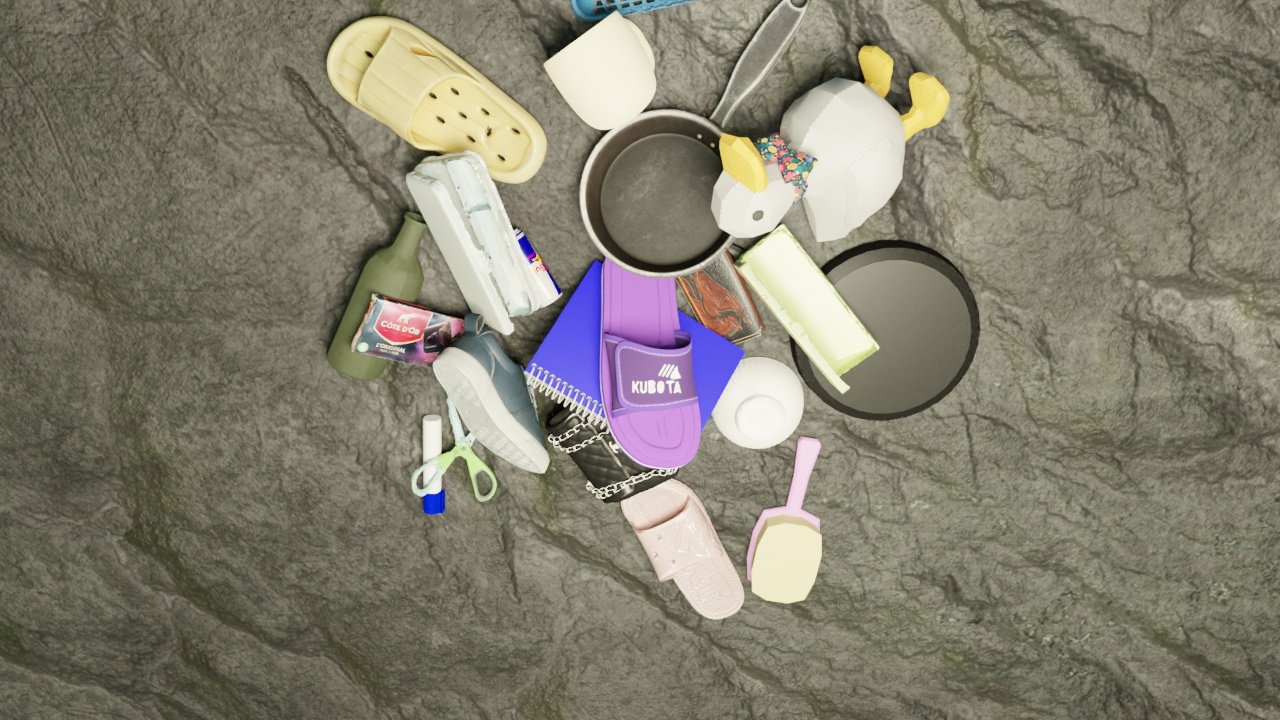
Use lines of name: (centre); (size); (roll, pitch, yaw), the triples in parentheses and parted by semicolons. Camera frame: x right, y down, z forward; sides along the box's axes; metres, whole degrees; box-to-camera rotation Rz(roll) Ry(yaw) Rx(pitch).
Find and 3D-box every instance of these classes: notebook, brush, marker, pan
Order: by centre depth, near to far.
pan: (0.076, -0.252, 1.013); (0.187, 0.055, 0.357); (37, 93, 8)
notebook: (-0.006, 0.006, 1.070); (0.209, 0.022, 0.171); (31, 71, -2)
pan: (0.237, -0.060, 1.096); (0.356, 0.034, 0.226); (26, 109, -9)
marker: (-0.268, 0.135, 1.187); (0.027, 0.023, 0.133); (5, 110, 0)
brush: (0.197, 0.209, 1.190); (0.089, 0.043, 0.229); (9, 110, -2)

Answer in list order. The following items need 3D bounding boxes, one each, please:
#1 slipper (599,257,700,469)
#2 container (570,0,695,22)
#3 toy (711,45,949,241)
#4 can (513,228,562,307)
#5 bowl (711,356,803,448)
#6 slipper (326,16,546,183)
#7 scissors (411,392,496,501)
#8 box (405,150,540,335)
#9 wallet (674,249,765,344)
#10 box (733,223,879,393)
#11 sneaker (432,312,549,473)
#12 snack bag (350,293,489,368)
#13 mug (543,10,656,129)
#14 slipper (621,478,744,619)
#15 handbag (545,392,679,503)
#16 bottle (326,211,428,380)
slipper: (0.011, -0.016, 1.019); (0.107, 0.084, 0.266); (-3, 77, -12)
container: (0.081, -0.501, 0.908); (0.362, 0.089, 0.257); (-10, 110, 5)
toy: (0.190, -0.206, 0.966); (0.267, 0.141, 0.247); (-42, 147, -6)
can: (-0.131, -0.110, 1.088); (0.032, 0.032, 0.095); (-29, 107, 11)
bowl: (0.145, 0.060, 1.127); (0.118, 0.062, 0.118); (1, 110, 1)
slipper: (-0.223, -0.283, 1.005); (0.261, 0.079, 0.111); (30, 105, -10)
scissors: (-0.232, 0.113, 1.167); (0.159, 0.025, 0.171); (-15, 113, -6)
box: (-0.185, -0.139, 1.051); (0.083, 0.122, 0.216); (-35, 128, -18)
wallet: (0.093, -0.076, 1.092); (0.072, 0.019, 0.123); (-20, 110, 29)
box: (0.194, -0.062, 1.045); (0.083, 0.091, 0.188); (-41, 100, 2)
sneaker: (-0.166, 0.045, 1.113); (0.089, 0.087, 0.236); (12, 144, 33)
snack bag: (-0.259, -0.029, 1.088); (0.155, 0.018, 0.075); (14, 114, -39)
mug: (-0.029, -0.309, 0.985); (0.120, 0.096, 0.100); (-45, 110, -26)
slipper: (0.062, 0.254, 1.200); (0.094, 0.064, 0.239); (-29, 108, 11)
handbag: (-0.037, 0.105, 1.122); (0.125, 0.114, 0.154); (-33, 109, 13)
bottle: (-0.303, -0.078, 1.085); (0.071, 0.071, 0.207); (26, 109, -8)
